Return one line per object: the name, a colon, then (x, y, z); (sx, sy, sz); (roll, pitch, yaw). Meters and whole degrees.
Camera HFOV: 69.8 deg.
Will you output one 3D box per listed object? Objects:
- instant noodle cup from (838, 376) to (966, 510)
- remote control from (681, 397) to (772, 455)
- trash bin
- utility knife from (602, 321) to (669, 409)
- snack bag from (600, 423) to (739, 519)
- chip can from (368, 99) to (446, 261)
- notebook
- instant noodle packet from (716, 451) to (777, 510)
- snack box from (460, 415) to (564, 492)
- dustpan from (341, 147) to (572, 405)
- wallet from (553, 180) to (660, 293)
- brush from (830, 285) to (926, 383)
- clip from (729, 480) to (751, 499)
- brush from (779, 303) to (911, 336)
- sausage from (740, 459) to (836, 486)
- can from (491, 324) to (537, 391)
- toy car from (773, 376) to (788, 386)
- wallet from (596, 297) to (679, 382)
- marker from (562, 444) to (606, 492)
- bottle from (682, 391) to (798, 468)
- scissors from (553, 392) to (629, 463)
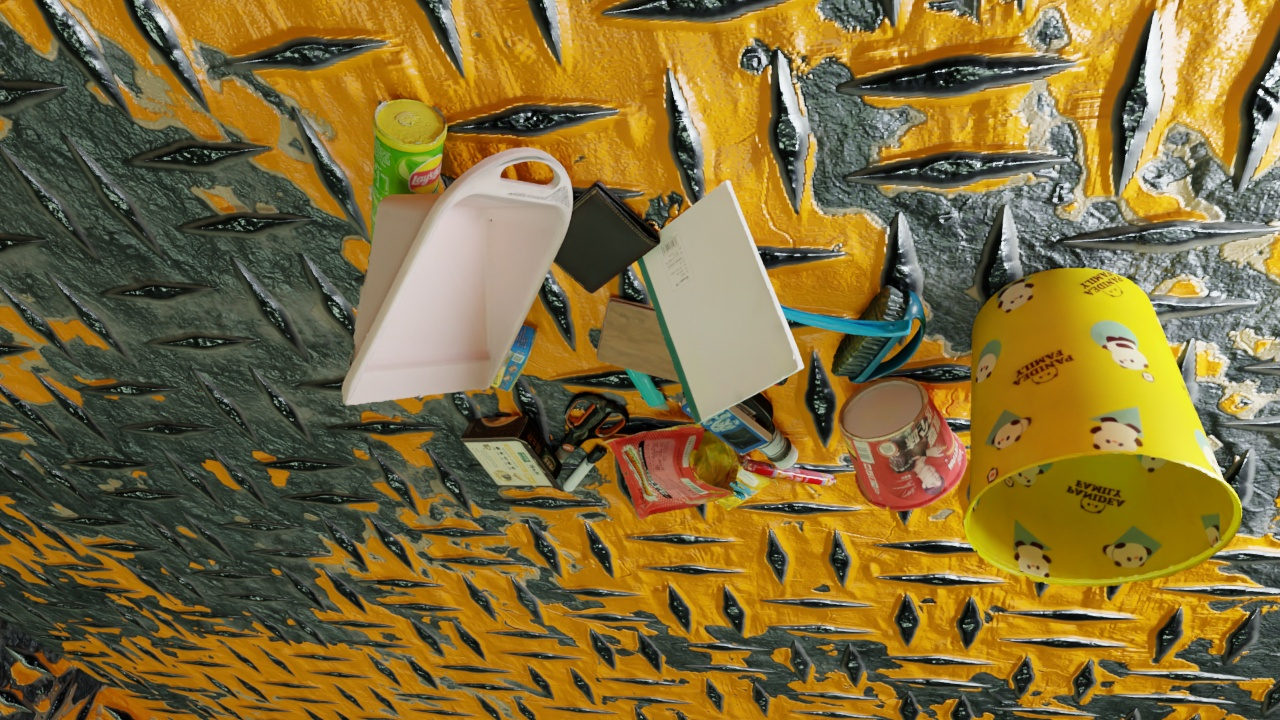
instant noodle cup: (0.307, 0.094, 1.099); (0.138, 0.137, 0.108); (-15, 125, 28)
remote control: (0.107, 0.075, 1.136); (0.049, 0.024, 0.125); (-28, 126, 36)
trash bin: (0.438, 0.060, 0.922); (0.230, 0.254, 0.230); (7, 140, 6)
utility knife: (-0.007, 0.007, 1.165); (0.029, 0.013, 0.171); (-12, 131, 23)
snack bag: (0.036, 0.147, 1.239); (0.208, 0.073, 0.128); (-21, 99, 51)
chip can: (-0.251, -0.169, 0.975); (0.072, 0.072, 0.222); (17, 140, -5)
notebook: (0.073, -0.057, 0.946); (0.012, 0.209, 0.151); (-4, 159, -45)
instant noodle packet: (0.115, 0.160, 1.289); (0.128, 0.044, 0.111); (30, 135, -24)
snack box: (-0.176, 0.135, 1.313); (0.126, 0.053, 0.113); (-4, 134, 29)
dustpan: (-0.166, -0.076, 0.924); (0.139, 0.222, 0.273); (9, 101, 30)
wallet: (-0.051, -0.131, 1.006); (0.096, 0.020, 0.123); (41, 134, -18)
brush: (0.272, -0.023, 1.024); (0.073, 0.055, 0.144); (18, 140, -6)
clip: (0.127, 0.175, 1.262); (0.057, 0.014, 0.046); (30, 129, -22)
brush: (0.157, -0.049, 0.982); (0.255, 0.083, 0.046); (9, 123, 17)
sausage: (0.205, 0.155, 1.257); (0.155, 0.020, 0.020); (12, 142, -21)
can: (-0.186, -0.013, 1.154); (0.083, 0.057, 0.102); (21, 140, -15)
toy car: (0.134, -0.016, 1.070); (0.045, 0.052, 0.120); (-1, 145, 40)
wallet: (0.008, -0.025, 1.110); (0.115, 0.020, 0.101); (13, 133, -2)
marker: (-0.084, 0.163, 1.363); (0.022, 0.018, 0.131); (16, 141, -19)
bottle: (0.138, 0.077, 1.186); (0.080, 0.043, 0.195); (-22, 130, 35)
scissors: (-0.083, 0.122, 1.312); (0.125, 0.021, 0.235); (13, 140, -1)
